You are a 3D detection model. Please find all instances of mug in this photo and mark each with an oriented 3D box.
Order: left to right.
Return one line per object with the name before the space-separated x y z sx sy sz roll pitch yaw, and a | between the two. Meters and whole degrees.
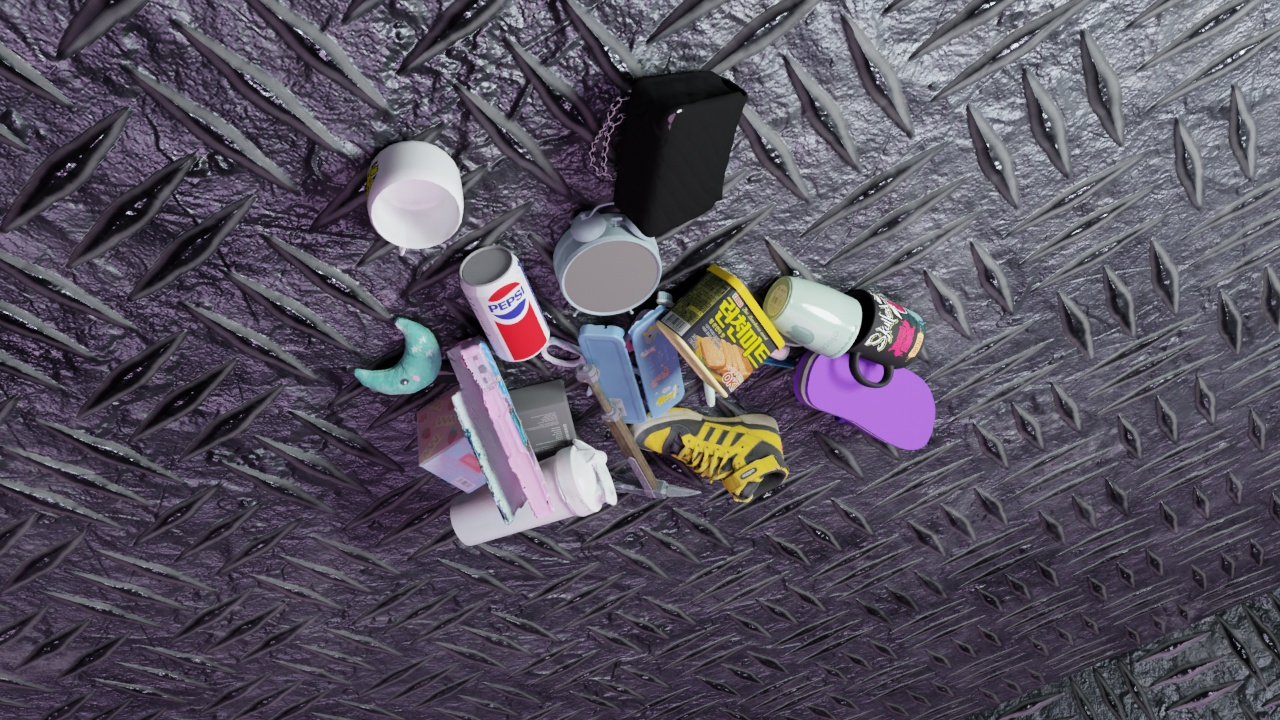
mug | -0.230 -0.159 0.927 0.094 0.068 0.116 8 133 -24
mug | 0.205 -0.052 1.168 0.104 0.084 0.112 21 148 -21
mug | 0.306 -0.023 1.201 0.098 0.118 0.082 18 167 -32

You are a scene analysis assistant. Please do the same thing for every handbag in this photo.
handbag | 0.031 -0.224 0.940 0.124 0.114 0.154 -22 141 -29

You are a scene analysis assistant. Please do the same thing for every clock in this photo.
clock | -0.035 -0.117 1.048 0.122 0.045 0.160 -3 139 -14

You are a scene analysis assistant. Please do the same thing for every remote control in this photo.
remote control | -0.246 0.017 1.154 0.146 0.015 0.033 -3 137 -14

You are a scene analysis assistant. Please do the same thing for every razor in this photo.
razor | 0.152 -0.005 1.246 0.143 0.022 0.042 9 98 -30

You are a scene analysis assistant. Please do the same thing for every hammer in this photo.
hammer | -0.021 0.103 1.252 0.147 0.028 0.317 5 146 24

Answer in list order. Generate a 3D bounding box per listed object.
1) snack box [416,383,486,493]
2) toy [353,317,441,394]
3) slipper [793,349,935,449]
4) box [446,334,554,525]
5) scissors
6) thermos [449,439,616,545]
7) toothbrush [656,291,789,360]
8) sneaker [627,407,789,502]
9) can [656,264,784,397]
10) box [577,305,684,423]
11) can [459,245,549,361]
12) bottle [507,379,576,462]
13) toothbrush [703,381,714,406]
snack box | -0.229 0.101 1.192 0.080 0.094 0.093 -32 135 17
toy | -0.284 0.003 1.104 0.085 0.033 0.105 34 105 -30
slipper | 0.302 0.046 1.297 0.266 0.084 0.107 19 87 -34
box | -0.179 0.087 1.117 0.071 0.084 0.230 -23 104 -8
scissors | -0.048 -0.011 1.186 0.176 0.013 0.171 10 136 -28
thermos | -0.146 0.181 1.237 0.221 0.099 0.099 -20 139 14
toothbrush | 0.107 -0.045 1.182 0.222 0.026 0.027 21 148 -33
sneaker | 0.103 0.138 1.310 0.238 0.122 0.086 2 134 -19
can | 0.097 -0.034 1.120 0.101 0.072 0.131 -44 126 -3
box | -0.005 0.015 1.187 0.125 0.043 0.210 -15 144 0
can | -0.155 -0.063 1.052 0.070 0.070 0.132 -17 138 2
bottle | -0.130 0.104 1.260 0.083 0.046 0.174 -13 138 -3
toothbrush | 0.090 0.015 1.251 0.022 0.015 0.155 -13 139 -1
